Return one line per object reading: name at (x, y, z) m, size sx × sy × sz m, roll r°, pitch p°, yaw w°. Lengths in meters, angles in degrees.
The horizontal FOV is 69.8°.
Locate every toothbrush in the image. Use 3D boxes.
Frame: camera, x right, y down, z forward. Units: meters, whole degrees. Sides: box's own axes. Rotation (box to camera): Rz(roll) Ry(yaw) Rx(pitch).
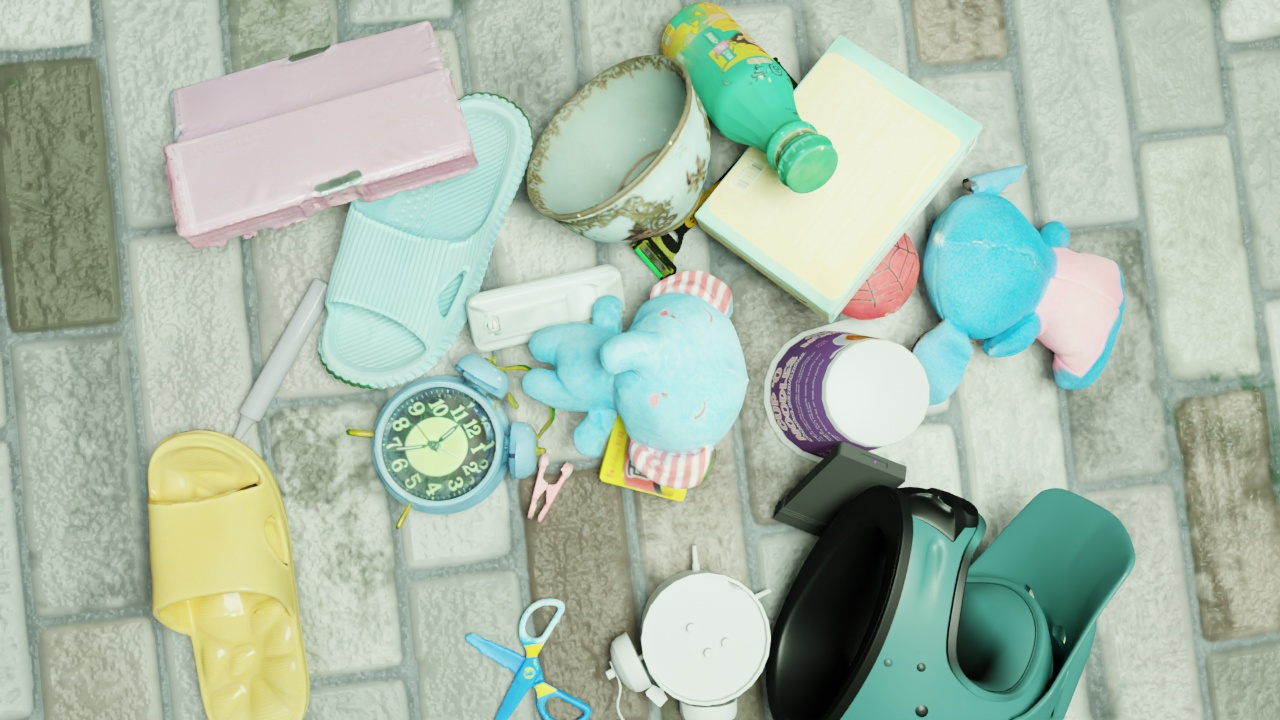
toothbrush at (-0.309, 0.017, 0.765) m, size 0.019 × 0.018 × 0.188 m, roll 27°, pitch 86°, yaw 7°

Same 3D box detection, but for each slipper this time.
slipper at (-0.176, -0.103, 0.753) m, size 0.116 × 0.069 × 0.276 m, roll 25°, pitch 84°, yaw 3°
slipper at (-0.326, 0.184, 0.724) m, size 0.099 × 0.078 × 0.263 m, roll -12°, pitch 93°, yaw -6°

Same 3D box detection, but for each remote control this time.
remote control at (0.160, 0.109, 0.749) m, size 0.058 × 0.134 × 0.013 m, roll 22°, pitch 55°, yaw -4°
remote control at (-0.077, -0.044, 0.767) m, size 0.133 × 0.022 × 0.050 m, roll -14°, pitch 111°, yaw -16°

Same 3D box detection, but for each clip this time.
clip at (-0.074, 0.108, 0.781) m, size 0.045 × 0.023 × 0.059 m, roll -3°, pitch 82°, yaw -4°

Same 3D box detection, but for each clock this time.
clock at (-0.149, 0.060, 0.757) m, size 0.162 × 0.060 × 0.118 m, roll -31°, pitch 89°, yaw -9°
clock at (0.041, 0.245, 0.763) m, size 0.120 × 0.061 × 0.159 m, roll 31°, pitch 84°, yaw -3°

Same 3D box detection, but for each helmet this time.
helmet at (0.235, 0.214, 0.708) m, size 0.200 × 0.176 × 0.275 m, roll 19°, pitch 109°, yaw -13°

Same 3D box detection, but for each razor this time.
razor at (0.056, -0.134, 0.801) m, size 0.144 × 0.021 × 0.044 m, roll -45°, pitch 109°, yaw -4°

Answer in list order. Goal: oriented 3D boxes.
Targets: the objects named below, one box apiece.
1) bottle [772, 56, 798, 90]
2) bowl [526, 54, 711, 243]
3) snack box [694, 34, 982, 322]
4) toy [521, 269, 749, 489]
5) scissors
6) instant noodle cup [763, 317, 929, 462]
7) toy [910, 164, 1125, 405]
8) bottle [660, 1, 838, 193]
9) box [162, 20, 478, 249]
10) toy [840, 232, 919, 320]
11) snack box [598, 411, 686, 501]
bottle at (0.148, -0.212, 0.807) m, size 0.033 × 0.033 × 0.123 m, roll -34°, pitch 90°, yaw -6°
bowl at (-0.003, -0.156, 0.750) m, size 0.160 × 0.160 × 0.094 m, roll -55°, pitch 133°, yaw -5°
snack box at (0.160, -0.149, 0.753) m, size 0.141 × 0.044 × 0.193 m, roll 39°, pitch 90°, yaw 16°
toy at (-0.004, 0.004, 0.724) m, size 0.181 × 0.115 × 0.183 m, roll 8°, pitch 75°, yaw 4°
scissors at (-0.092, 0.262, 0.775) m, size 0.125 × 0.013 × 0.126 m, roll 30°, pitch 81°, yaw -4°
instant noodle cup at (0.178, 0.021, 0.753) m, size 0.122 × 0.122 × 0.136 m, roll 29°, pitch 85°, yaw -3°
toy at (0.322, -0.053, 0.782) m, size 0.191 × 0.099 × 0.223 m, roll 25°, pitch 76°, yaw -9°
bottle at (0.086, -0.208, 0.728) m, size 0.068 × 0.068 × 0.209 m, roll -25°, pitch 52°, yaw -6°
box at (-0.263, -0.195, 0.737) m, size 0.232 × 0.040 × 0.179 m, roll -19°, pitch 65°, yaw -6°
toy at (0.182, -0.096, 0.792) m, size 0.092 × 0.062 × 0.133 m, roll -42°, pitch 81°, yaw -11°
snack box at (0.019, 0.039, 0.788) m, size 0.075 × 0.025 × 0.152 m, roll 16°, pitch 86°, yaw -4°
